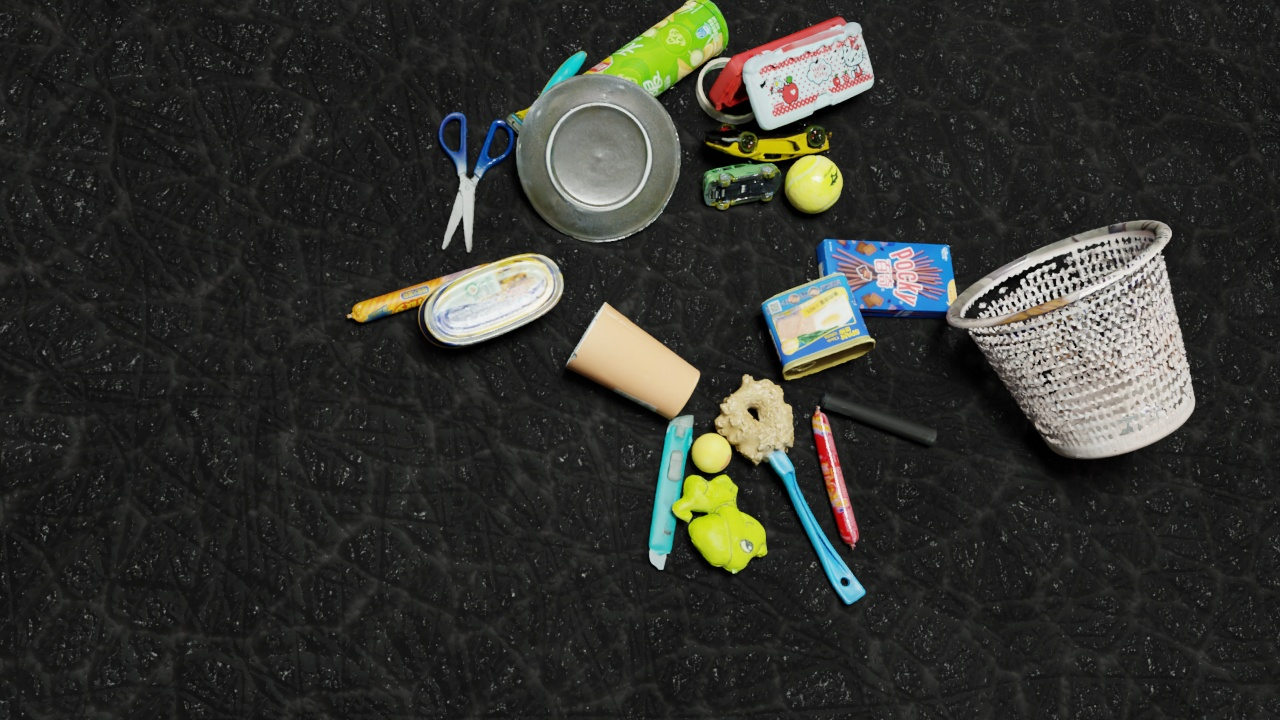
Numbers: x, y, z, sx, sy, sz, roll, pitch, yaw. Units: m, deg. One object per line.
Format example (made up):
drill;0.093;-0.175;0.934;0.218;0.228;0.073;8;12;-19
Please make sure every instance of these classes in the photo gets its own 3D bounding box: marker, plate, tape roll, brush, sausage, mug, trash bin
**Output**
marker;0.258;0.064;0.994;0.132;0.022;0.020;19;105;-4
plate;-0.044;-0.217;0.985;0.179;0.024;0.179;-1;100;-5
tape roll;0.109;-0.324;1.104;0.085;0.014;0.085;4;70;-10
brush;0.157;0.132;0.946;0.083;0.046;0.254;-25;81;-22
sausage;-0.220;-0.070;0.945;0.165;0.021;0.021;-20;76;-17
mug;-0.006;0.005;0.936;0.123;0.078;0.078;32;68;-4
sausage;0.203;0.122;0.965;0.020;0.020;0.155;-8;73;-14
trash bin;0.470;-0.012;0.967;0.227;0.228;0.192;-32;99;-20

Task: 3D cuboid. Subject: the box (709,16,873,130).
box;0.187;-0.324;1.061;0.201;0.095;0.098;-29;79;-30

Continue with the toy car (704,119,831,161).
toy car;0.146;-0.254;1.060;0.155;0.071;0.041;-9;116;-19

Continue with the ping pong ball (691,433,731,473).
ping pong ball;0.072;0.095;0.936;0.040;0.040;0.040;4;70;-10

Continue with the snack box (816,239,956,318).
snack box;0.283;-0.093;1.051;0.157;0.026;0.084;1;72;-11

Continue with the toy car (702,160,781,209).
toy car;0.115;-0.202;1.046;0.091;0.043;0.036;-9;50;-6

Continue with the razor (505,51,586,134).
razor;-0.102;-0.306;1.047;0.043;0.028;0.132;42;69;-23

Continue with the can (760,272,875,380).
can;0.188;-0.036;0.984;0.102;0.057;0.083;-20;72;8

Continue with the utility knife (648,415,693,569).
utility knife;0.031;0.130;0.931;0.029;0.013;0.164;13;69;-7

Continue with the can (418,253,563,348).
can;-0.151;-0.061;0.930;0.148;0.049;0.074;-24;98;-18

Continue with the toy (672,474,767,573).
toy;0.079;0.164;0.919;0.096;0.031;0.100;2;68;-14

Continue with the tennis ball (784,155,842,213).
tennis ball;0.198;-0.201;1.051;0.065;0.066;0.065;4;70;-10

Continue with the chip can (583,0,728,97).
chip can;0.008;-0.338;1.057;0.220;0.073;0.072;-41;83;-21

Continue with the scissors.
scissors;-0.179;-0.197;1.004;0.141;0.012;0.171;-22;78;-17
